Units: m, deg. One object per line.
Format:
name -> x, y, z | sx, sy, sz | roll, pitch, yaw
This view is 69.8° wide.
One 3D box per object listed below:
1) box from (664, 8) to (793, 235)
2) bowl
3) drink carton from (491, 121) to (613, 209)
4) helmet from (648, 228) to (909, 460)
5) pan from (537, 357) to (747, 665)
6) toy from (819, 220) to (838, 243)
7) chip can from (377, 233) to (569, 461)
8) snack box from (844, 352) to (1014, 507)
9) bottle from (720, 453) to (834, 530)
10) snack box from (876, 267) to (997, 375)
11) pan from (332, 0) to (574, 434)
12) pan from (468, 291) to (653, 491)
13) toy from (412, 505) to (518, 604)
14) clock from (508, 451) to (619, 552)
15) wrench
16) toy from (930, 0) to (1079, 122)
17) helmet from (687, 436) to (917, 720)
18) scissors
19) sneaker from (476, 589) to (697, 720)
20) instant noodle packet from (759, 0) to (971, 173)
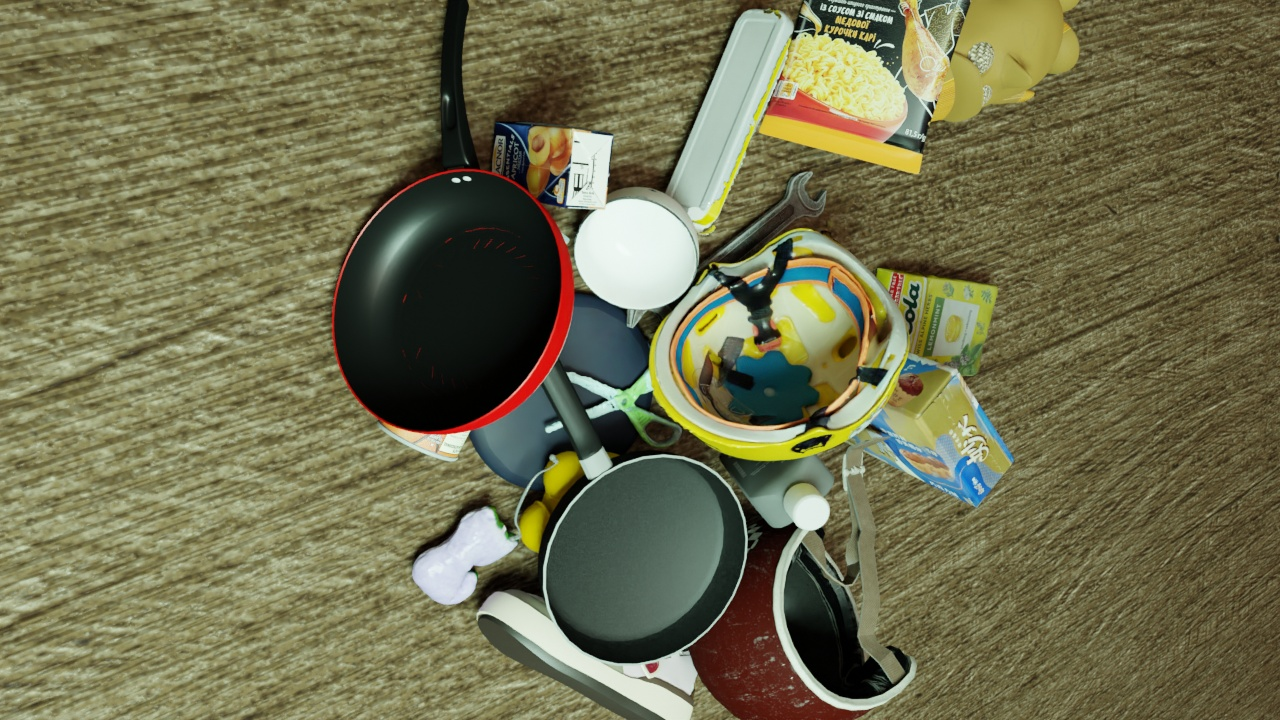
box -> 0.093, -0.222, 0.867 | 0.079, 0.080, 0.209 | 21, 93, -31
bowl -> 0.000, -0.109, 0.841 | 0.113, 0.063, 0.114 | 5, 126, 7
drink carton -> -0.077, -0.162, 0.755 | 0.040, 0.130, 0.064 | -1, 105, -36
helmet -> 0.131, 0.009, 0.883 | 0.240, 0.209, 0.140 | -28, 149, -3
pan -> -0.028, 0.118, 0.826 | 0.203, 0.044, 0.356 | -31, 112, -15
toy -> 0.185, -0.100, 0.969 | 0.076, 0.063, 0.100 | 33, 81, -52
chip can -> -0.143, -0.026, 0.789 | 0.075, 0.075, 0.215 | 27, 90, -33
snack box -> 0.270, 0.053, 0.978 | 0.069, 0.203, 0.155 | -48, 122, -9
bottle -> 0.145, 0.119, 0.928 | 0.084, 0.174, 0.046 | -40, 107, 3
snack box -> 0.346, -0.041, 1.088 | 0.180, 0.045, 0.121 | 3, 104, -31
pan -> -0.144, -0.117, 0.730 | 0.067, 0.209, 0.355 | 28, 62, -64
pan -> -0.006, 0.005, 0.913 | 0.355, 0.021, 0.199 | -23, 115, -23
toy -> -0.164, 0.186, 0.867 | 0.099, 0.036, 0.080 | -37, 130, -10
clock -> -0.053, 0.142, 0.890 | 0.151, 0.052, 0.114 | 17, 105, -40
wrench -> 0.093, -0.106, 0.930 | 0.272, 0.010, 0.070 | -40, 120, -19
toy -> 0.338, -0.318, 0.940 | 0.203, 0.162, 0.199 | -30, 133, -7
helmet -> 0.168, 0.261, 0.958 | 0.233, 0.254, 0.233 | -31, 88, -39
scissors -> -0.016, 0.046, 0.895 | 0.170, 0.028, 0.139 | -16, 115, -25
sneaker -> -0.034, 0.284, 0.944 | 0.293, 0.112, 0.116 | 40, 61, -31
instant noodle packet -> 0.224, -0.309, 0.891 | 0.032, 0.160, 0.221 | -7, 115, -74
